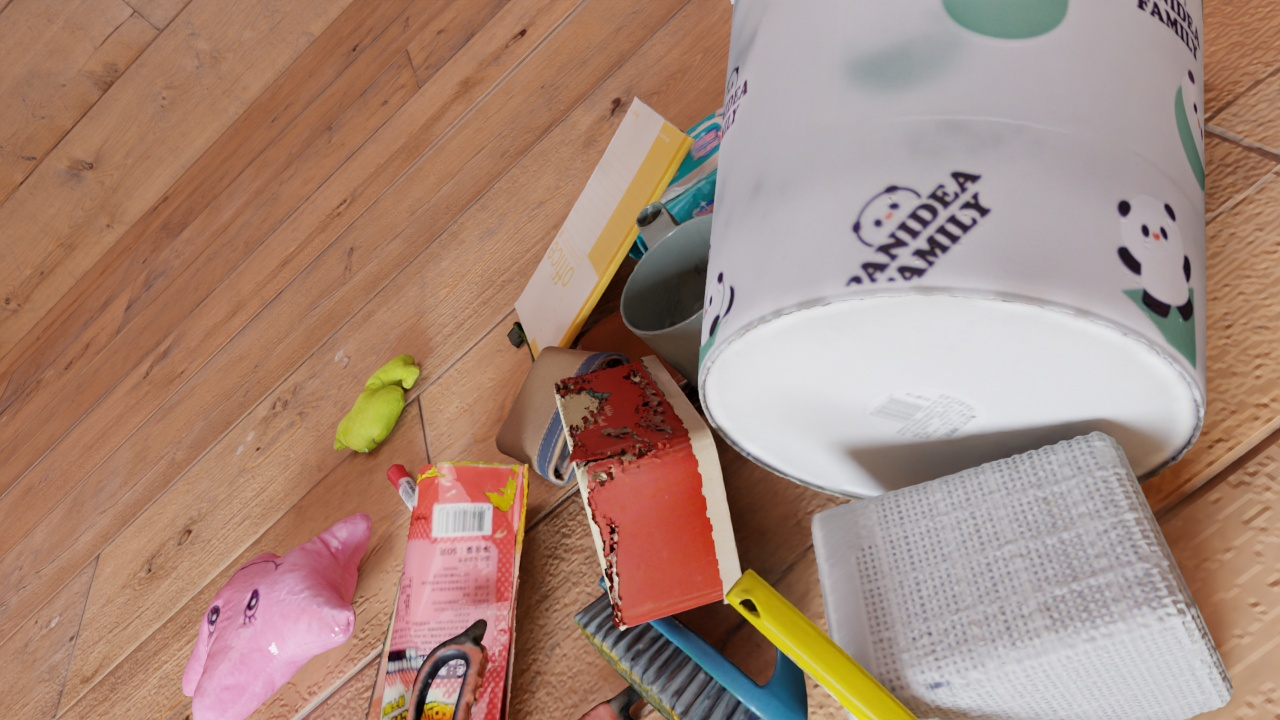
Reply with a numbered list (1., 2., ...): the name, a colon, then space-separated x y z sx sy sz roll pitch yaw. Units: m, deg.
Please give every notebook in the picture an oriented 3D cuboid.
1. notebook: -0.035 -0.099 0.715 0.206 0.010 0.145 -57 27 15

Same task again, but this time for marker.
1. marker: -0.167 0.114 0.702 0.017 0.017 0.145 -51 35 -6

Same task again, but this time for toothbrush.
1. toothbrush: 0.101 0.137 0.290 0.016 0.190 0.016 -54 -13 21
2. toothbrush: -0.075 0.017 0.705 0.017 0.012 0.185 -48 35 9

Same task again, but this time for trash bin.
1. trash bin: 0.136 -0.082 0.410 0.230 0.229 0.251 -13 53 39

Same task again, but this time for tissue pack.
1. tissue pack: 0.044 -0.133 0.690 0.134 0.050 0.093 -32 39 22

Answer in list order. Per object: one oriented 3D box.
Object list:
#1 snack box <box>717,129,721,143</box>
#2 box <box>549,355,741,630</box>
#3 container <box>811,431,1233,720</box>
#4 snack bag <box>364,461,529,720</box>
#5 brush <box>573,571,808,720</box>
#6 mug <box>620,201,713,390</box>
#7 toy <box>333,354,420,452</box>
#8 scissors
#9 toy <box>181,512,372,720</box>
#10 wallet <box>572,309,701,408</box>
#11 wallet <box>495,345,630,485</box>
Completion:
1. snack box: 0.120 -0.182 0.628 0.075 0.025 0.152 12 49 31
2. box: -0.010 0.059 0.469 0.078 0.091 0.168 -14 14 -6
3. container: 0.139 0.092 0.341 0.114 0.090 0.090 -25 41 24
4. snack bag: -0.117 0.167 0.560 0.129 0.073 0.207 -18 56 35
5. brush: 0.027 0.136 0.442 0.073 0.055 0.144 -51 34 -11
6. mug: 0.048 -0.031 0.541 0.084 0.103 0.123 -38 35 13
7. toy: -0.240 0.040 0.839 0.097 0.031 0.100 -29 38 21
8. scissors: -0.081 0.233 0.448 0.226 0.015 0.189 -36 55 -14
9. toy: -0.271 0.197 0.677 0.195 0.074 0.178 -22 33 32
10. wallet: -0.004 0.004 0.626 0.101 0.032 0.124 -34 36 23
11. wallet: -0.055 0.033 0.612 0.115 0.033 0.090 9 72 62
